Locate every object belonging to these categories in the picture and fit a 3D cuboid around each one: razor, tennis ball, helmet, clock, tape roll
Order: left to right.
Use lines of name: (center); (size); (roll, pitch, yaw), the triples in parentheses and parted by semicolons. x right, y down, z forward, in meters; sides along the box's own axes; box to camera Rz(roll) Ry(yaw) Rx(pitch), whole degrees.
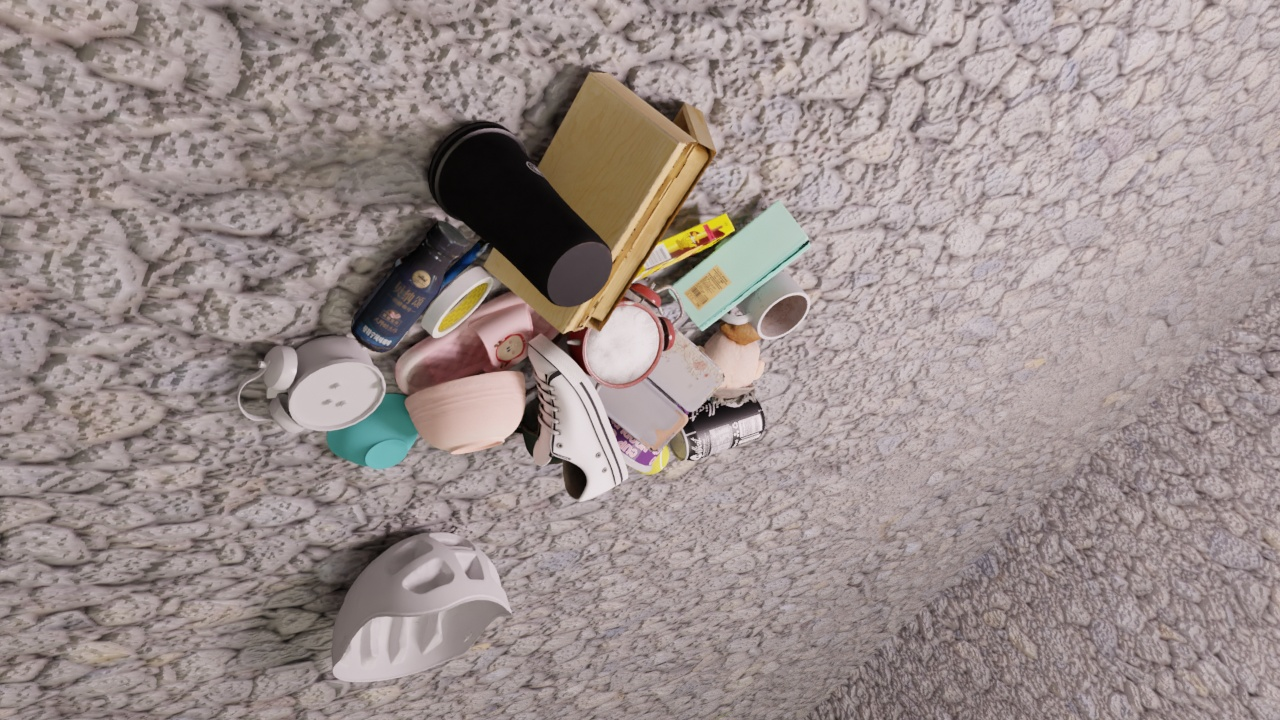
clock: (-0.362, 0.031, 1.019); (0.159, 0.061, 0.120); (-16, 141, -25)
helmet: (-0.327, 0.376, 1.342); (0.224, 0.183, 0.283); (14, 117, -39)
tape roll: (-0.203, -0.065, 1.023); (0.094, 0.019, 0.094); (-46, 177, -4)
razor: (-0.190, -0.114, 1.008); (0.141, 0.044, 0.018); (-41, 149, 22)
clock: (-0.017, -0.037, 1.137); (0.156, 0.062, 0.110); (-34, 118, -14)
tennis ball: (0.012, 0.146, 1.437); (0.065, 0.065, 0.065); (-21, 143, -17)

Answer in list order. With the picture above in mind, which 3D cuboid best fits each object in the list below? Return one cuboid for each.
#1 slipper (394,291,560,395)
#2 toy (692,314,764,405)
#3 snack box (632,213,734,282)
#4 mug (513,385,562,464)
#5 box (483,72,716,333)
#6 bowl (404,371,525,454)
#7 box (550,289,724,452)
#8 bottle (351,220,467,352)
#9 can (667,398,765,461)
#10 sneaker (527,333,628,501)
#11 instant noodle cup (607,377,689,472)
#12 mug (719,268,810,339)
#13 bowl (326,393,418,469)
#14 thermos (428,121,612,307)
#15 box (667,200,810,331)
slipper: (-0.188, -0.015, 1.105); (0.221, 0.055, 0.107); (-26, 146, -10)
toy: (0.126, -0.003, 1.345); (0.132, 0.076, 0.176); (7, 132, -23)
snack box: (0.042, -0.135, 1.116); (0.148, 0.025, 0.061); (-28, 180, -31)
mug: (-0.135, 0.089, 1.254); (0.111, 0.084, 0.081); (2, 142, 4)
box: (-0.030, -0.161, 0.997); (0.184, 0.141, 0.249); (0, 133, -47)
bowl: (-0.206, 0.070, 1.118); (0.153, 0.076, 0.153); (-14, 170, -3)
box: (-0.006, 0.007, 1.206); (0.216, 0.043, 0.151); (42, 92, -22)
bottle: (-0.247, -0.079, 0.983); (0.161, 0.056, 0.056); (-47, 142, 18)
can: (0.119, 0.106, 1.460); (0.145, 0.080, 0.080); (-16, 141, -23)
sneaker: (-0.100, 0.081, 1.137); (0.097, 0.091, 0.246); (-33, 130, -17)
instant noodle cup: (0.007, 0.072, 1.303); (0.122, 0.122, 0.136); (-47, 151, 13)
mug: (0.154, -0.085, 1.249); (0.119, 0.096, 0.083); (-21, 142, -17)
bowl: (-0.322, 0.101, 1.142); (0.121, 0.046, 0.121); (-21, 143, -17)
thermos: (-0.115, -0.139, 0.884); (0.105, 0.218, 0.106); (-25, 140, -24)
box: (0.125, -0.127, 1.194); (0.189, 0.077, 0.080); (-37, 146, 5)
